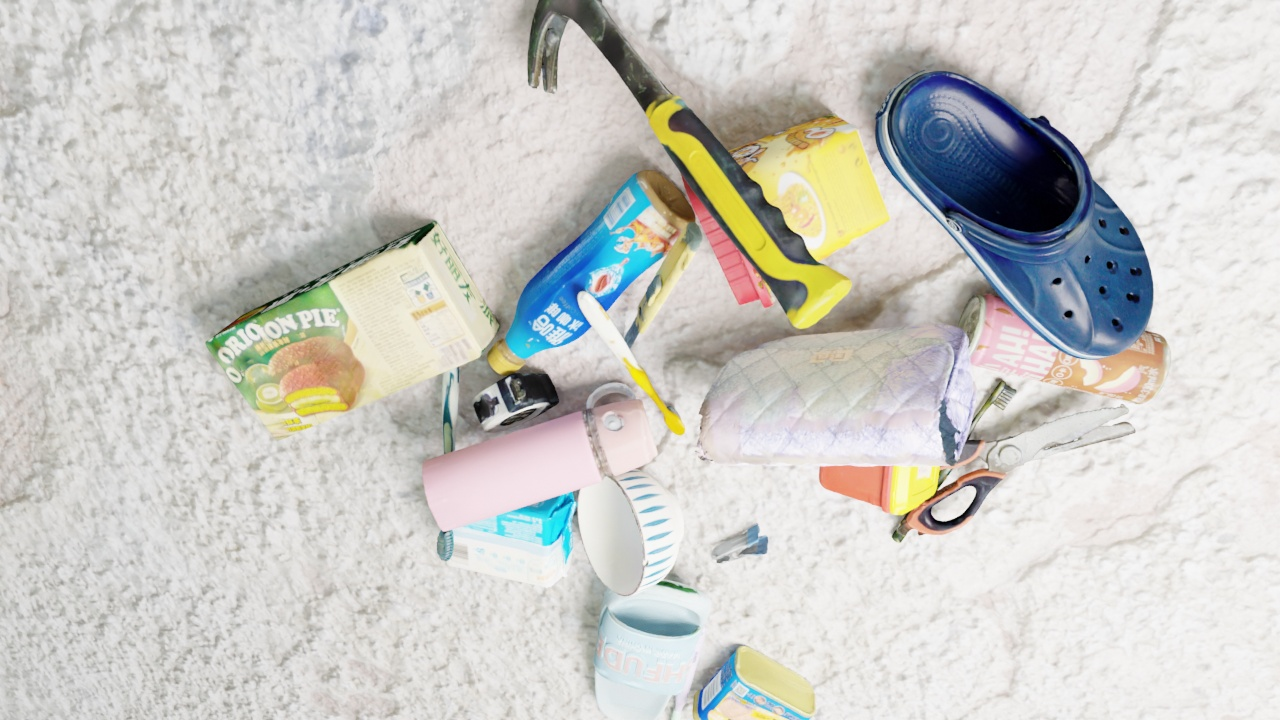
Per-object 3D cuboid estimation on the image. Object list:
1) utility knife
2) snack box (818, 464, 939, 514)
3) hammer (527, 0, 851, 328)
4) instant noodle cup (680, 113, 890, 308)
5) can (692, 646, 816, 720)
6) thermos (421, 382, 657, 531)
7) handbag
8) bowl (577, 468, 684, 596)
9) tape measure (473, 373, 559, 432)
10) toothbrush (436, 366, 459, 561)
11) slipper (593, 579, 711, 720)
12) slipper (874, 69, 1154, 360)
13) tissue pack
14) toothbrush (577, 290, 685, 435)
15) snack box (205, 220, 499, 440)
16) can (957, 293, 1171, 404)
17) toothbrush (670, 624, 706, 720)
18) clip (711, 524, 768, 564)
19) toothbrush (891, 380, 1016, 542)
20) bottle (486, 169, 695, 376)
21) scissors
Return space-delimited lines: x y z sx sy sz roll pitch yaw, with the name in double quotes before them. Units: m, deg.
"utility knife" 0.014 -0.051 0.729 0.021 0.031 0.199 4 153 -12
"snack box" 0.198 0.079 0.761 0.080 0.091 0.082 10 98 35
"hammer" 0.025 -0.153 0.615 0.126 0.031 0.323 -44 68 26
"instant noodle cup" 0.107 -0.117 0.677 0.124 0.116 0.116 -24 111 9
"can" 0.119 0.355 0.948 0.102 0.057 0.083 30 116 -6
"thermos" -0.088 0.080 0.804 0.198 0.087 0.067 -19 146 0
"handbag" 0.150 0.028 0.706 0.194 0.133 0.075 -6 119 33
"bowl" -0.002 0.152 0.846 0.066 0.116 0.117 -11 124 -32
"tape measure" -0.115 0.037 0.817 0.066 0.065 0.033 -29 76 20
"toothbrush" -0.177 0.089 0.840 0.016 0.018 0.191 1 90 11
"slipper" -0.001 0.304 0.922 0.104 0.074 0.246 15 129 3
"slipper" 0.275 -0.109 0.640 0.253 0.095 0.105 44 90 -5
"tissue pack" -0.129 0.157 0.884 0.140 0.063 0.090 9 119 13
"toothbrush" -0.005 0.005 0.774 0.016 0.018 0.191 -24 131 13
"snack box" -0.255 -0.022 0.817 0.240 0.063 0.114 -22 111 20
"can" 0.327 -0.009 0.716 0.147 0.057 0.058 14 119 4
"toothbrush" 0.047 0.353 0.980 0.029 0.021 0.189 6 117 -9
"clip" 0.094 0.180 0.879 0.058 0.026 0.041 -26 118 22
"toothbrush" 0.272 0.094 0.805 0.017 0.012 0.186 30 120 10
"bottle" -0.049 -0.061 0.755 0.065 0.065 0.219 42 117 -12
"scissors" 0.302 0.095 0.776 0.205 0.015 0.197 16 115 18
